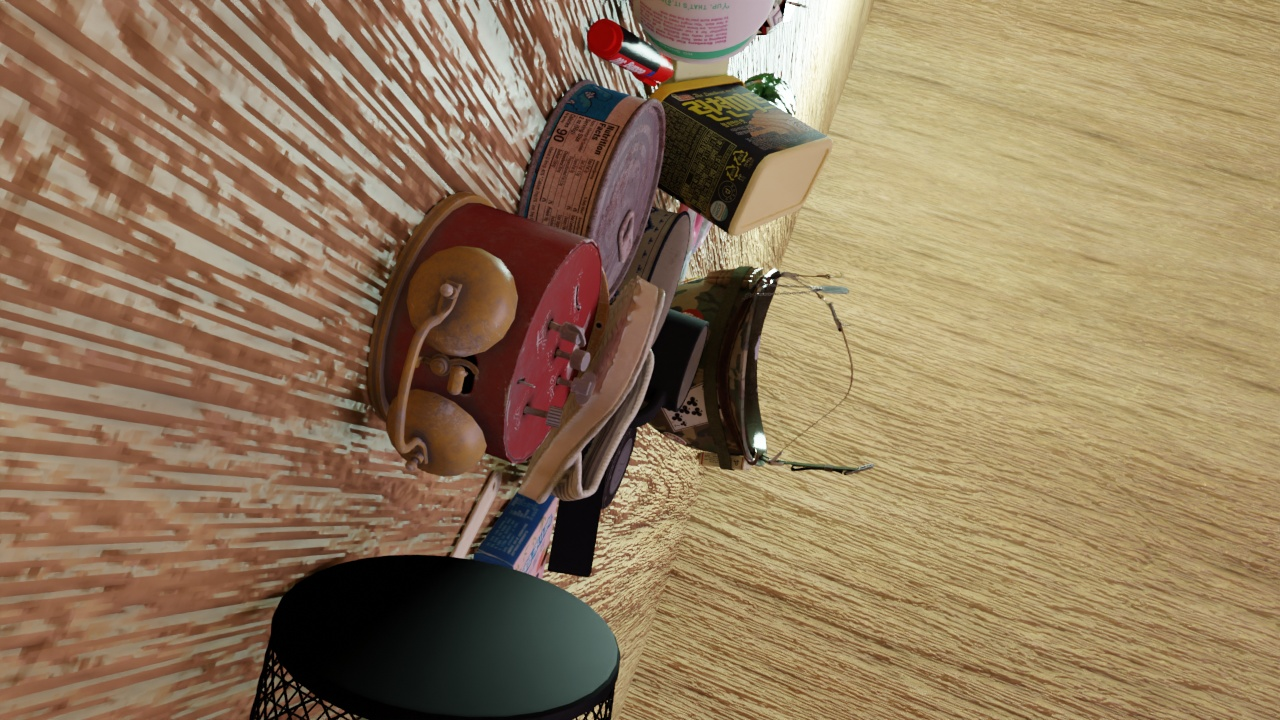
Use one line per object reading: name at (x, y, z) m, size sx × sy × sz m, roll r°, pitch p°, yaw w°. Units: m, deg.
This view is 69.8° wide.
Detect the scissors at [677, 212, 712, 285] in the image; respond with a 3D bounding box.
scissors at (0.064, -0.138, 1.061) m, size 0.167 × 0.014 × 0.171 m, roll -55°, pitch 161°, yaw -57°

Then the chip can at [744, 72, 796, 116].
chip can at (0.119, -0.234, 0.937) m, size 0.222 × 0.075 × 0.076 m, roll -68°, pitch 172°, yaw -57°

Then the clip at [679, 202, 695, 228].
clip at (0.049, -0.167, 0.885) m, size 0.054 × 0.041 × 0.101 m, roll 48°, pitch 51°, yaw -70°

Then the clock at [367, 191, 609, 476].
clock at (-0.065, -0.006, 0.418) m, size 0.158 × 0.081 × 0.117 m, roll -46°, pitch 153°, yaw -67°

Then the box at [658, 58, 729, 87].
box at (0.054, -0.276, 0.670) m, size 0.188 × 0.048 × 0.140 m, roll 93°, pitch 17°, yaw -60°

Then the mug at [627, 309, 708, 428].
mug at (-0.004, 0.004, 0.743) m, size 0.078 × 0.088 × 0.113 m, roll 96°, pitch 17°, yaw -53°

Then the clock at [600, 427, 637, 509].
clock at (-0.039, 0.090, 0.846) m, size 0.123 × 0.044 × 0.091 m, roll 46°, pitch 64°, yaw -79°

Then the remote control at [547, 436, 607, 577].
remote control at (-0.046, 0.100, 0.748) m, size 0.013 × 0.034 × 0.149 m, roll 111°, pitch -11°, yaw -65°

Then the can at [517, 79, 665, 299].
can at (-0.028, -0.098, 0.552) m, size 0.130 × 0.044 × 0.130 m, roll 20°, pitch 89°, yaw -80°

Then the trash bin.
trash bin at (-0.099, 0.212, 0.403) m, size 0.184 × 0.184 × 0.210 m, roll -26°, pitch 128°, yaw -76°

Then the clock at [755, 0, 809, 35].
clock at (0.132, -0.364, 0.850) m, size 0.115 × 0.065 × 0.154 m, roll 99°, pitch 14°, yaw -46°

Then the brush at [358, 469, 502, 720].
brush at (-0.134, 0.161, 0.573) m, size 0.033 × 0.012 × 0.217 m, roll 92°, pitch 18°, yaw -57°

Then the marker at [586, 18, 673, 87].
marker at (-0.005, -0.190, 0.574) m, size 0.023 × 0.021 × 0.144 m, roll -50°, pitch 176°, yaw 17°

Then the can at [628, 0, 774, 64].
can at (0.034, -0.244, 0.486) m, size 0.166 × 0.088 × 0.088 m, roll 87°, pitch 25°, yaw -65°

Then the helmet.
helmet at (0.102, 0.008, 0.874) m, size 0.224 × 0.236 × 0.193 m, roll -125°, pitch -142°, yaw -85°

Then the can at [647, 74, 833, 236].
can at (0.070, -0.156, 0.693) m, size 0.130 × 0.101 × 0.073 m, roll -29°, pitch 149°, yaw -50°

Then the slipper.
slipper at (-0.030, 0.031, 0.589) m, size 0.114 × 0.054 × 0.273 m, roll -64°, pitch -176°, yaw -23°

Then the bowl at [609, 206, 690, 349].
bowl at (-0.011, -0.061, 0.669) m, size 0.115 × 0.059 × 0.115 m, roll 20°, pitch 89°, yaw -80°

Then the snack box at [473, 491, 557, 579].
snack box at (-0.103, 0.179, 0.702) m, size 0.087 × 0.033 × 0.154 m, roll -58°, pitch 164°, yaw -57°

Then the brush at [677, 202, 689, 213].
brush at (0.036, -0.157, 0.827) m, size 0.041 × 0.030 × 0.172 m, roll -18°, pitch 127°, yaw -79°
